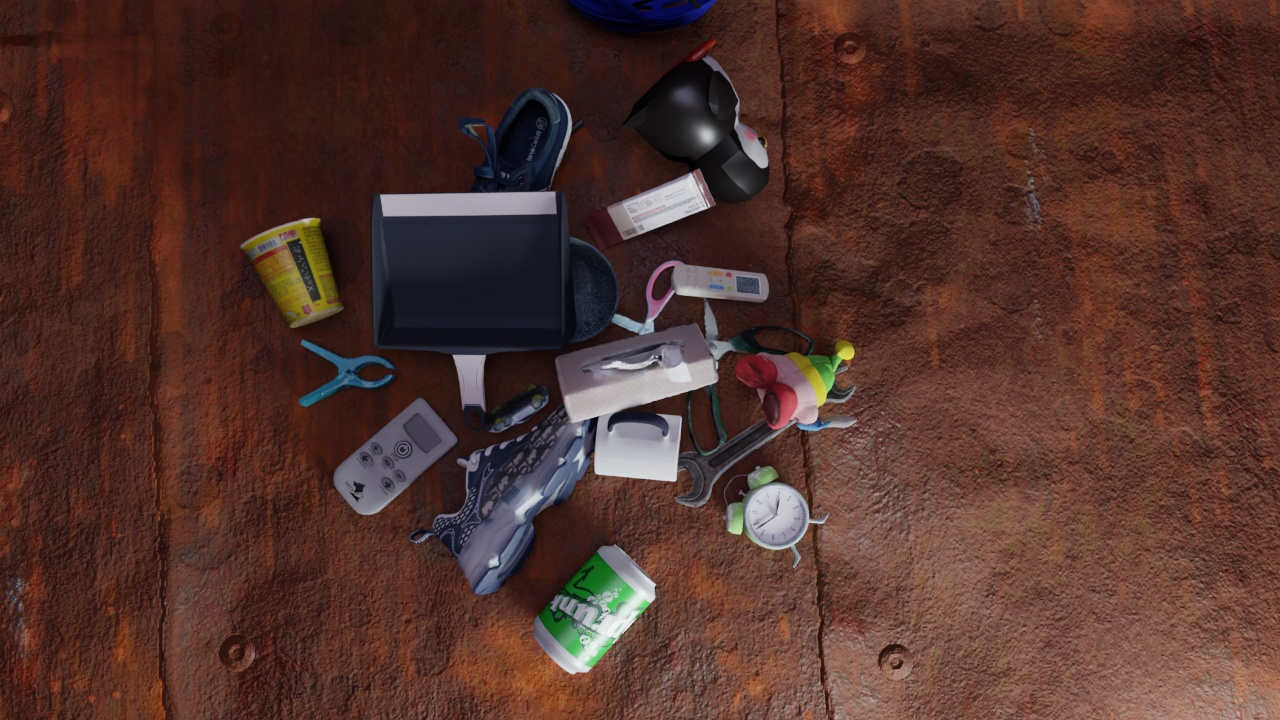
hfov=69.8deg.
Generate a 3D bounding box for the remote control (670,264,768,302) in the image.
[{"bbox_3d":[0.100,-0.097,1.153,0.125,0.018,0.038,5,64,-11],"label":"remote control"}]

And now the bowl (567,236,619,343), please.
[{"bbox_3d":[-0.089,-0.095,1.129,0.137,0.057,0.137,3,115,7],"label":"bowl"}]

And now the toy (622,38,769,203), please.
[{"bbox_3d":[0.078,-0.268,1.127,0.140,0.159,0.184,-46,105,-16],"label":"toy"}]

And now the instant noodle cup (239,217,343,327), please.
[{"bbox_3d":[-0.417,-0.102,1.117,0.100,0.100,0.112,-22,95,-4],"label":"instant noodle cup"}]

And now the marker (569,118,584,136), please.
[{"bbox_3d":[-0.131,-0.259,1.179,0.152,0.011,0.011,-42,86,-6],"label":"marker"}]

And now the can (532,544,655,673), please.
[{"bbox_3d":[-0.054,0.292,1.081,0.088,0.088,0.140,43,84,3],"label":"can"}]

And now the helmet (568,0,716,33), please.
[{"bbox_3d":[0.015,-0.489,1.101,0.241,0.227,0.148,-6,93,-4],"label":"helmet"}]

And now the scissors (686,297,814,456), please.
[{"bbox_3d":[0.116,0.024,1.142,0.201,0.015,0.205,8,82,-6],"label":"scissors"}]

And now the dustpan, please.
[{"bbox_3d":[-0.201,-0.055,1.087,0.236,0.080,0.273,1,115,9],"label":"dustpan"}]

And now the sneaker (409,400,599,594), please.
[{"bbox_3d":[-0.156,0.135,1.098,0.132,0.103,0.269,30,76,18],"label":"sneaker"}]

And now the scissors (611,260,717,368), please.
[{"bbox_3d":[0.029,-0.039,1.157,0.177,0.013,0.170,34,82,1],"label":"scissors"}]

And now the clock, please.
[{"bbox_3d":[0.157,0.186,1.122,0.119,0.042,0.094,36,83,2],"label":"clock"}]

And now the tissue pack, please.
[{"bbox_3d":[-0.006,0.006,1.069,0.181,0.103,0.071,-12,120,-4],"label":"tissue pack"}]

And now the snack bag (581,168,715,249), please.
[{"bbox_3d":[0.009,-0.186,1.135,0.158,0.013,0.057,-20,129,17],"label":"snack bag"}]

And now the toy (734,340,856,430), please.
[{"bbox_3d":[0.198,0.027,1.102,0.131,0.097,0.124,-7,52,-40],"label":"toy"}]

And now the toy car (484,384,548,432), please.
[{"bbox_3d":[-0.152,0.062,1.130,0.089,0.038,0.027,-31,121,-4],"label":"toy car"}]

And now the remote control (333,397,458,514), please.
[{"bbox_3d":[-0.303,0.120,1.126,0.151,0.019,0.074,-41,86,-6],"label":"remote control"}]

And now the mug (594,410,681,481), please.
[{"bbox_3d":[-0.002,0.093,1.090,0.097,0.112,0.078,5,58,4],"label":"mug"}]

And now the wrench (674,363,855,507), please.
[{"bbox_3d":[0.151,0.089,1.137,0.273,0.010,0.070,-33,59,-6],"label":"wrench"}]

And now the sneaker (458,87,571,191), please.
[{"bbox_3d":[-0.175,-0.196,1.105,0.121,0.127,0.294,25,96,1],"label":"sneaker"}]

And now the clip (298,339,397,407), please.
[{"bbox_3d":[-0.361,0.008,1.136,0.116,0.026,0.097,-1,86,-2],"label":"clip"}]
